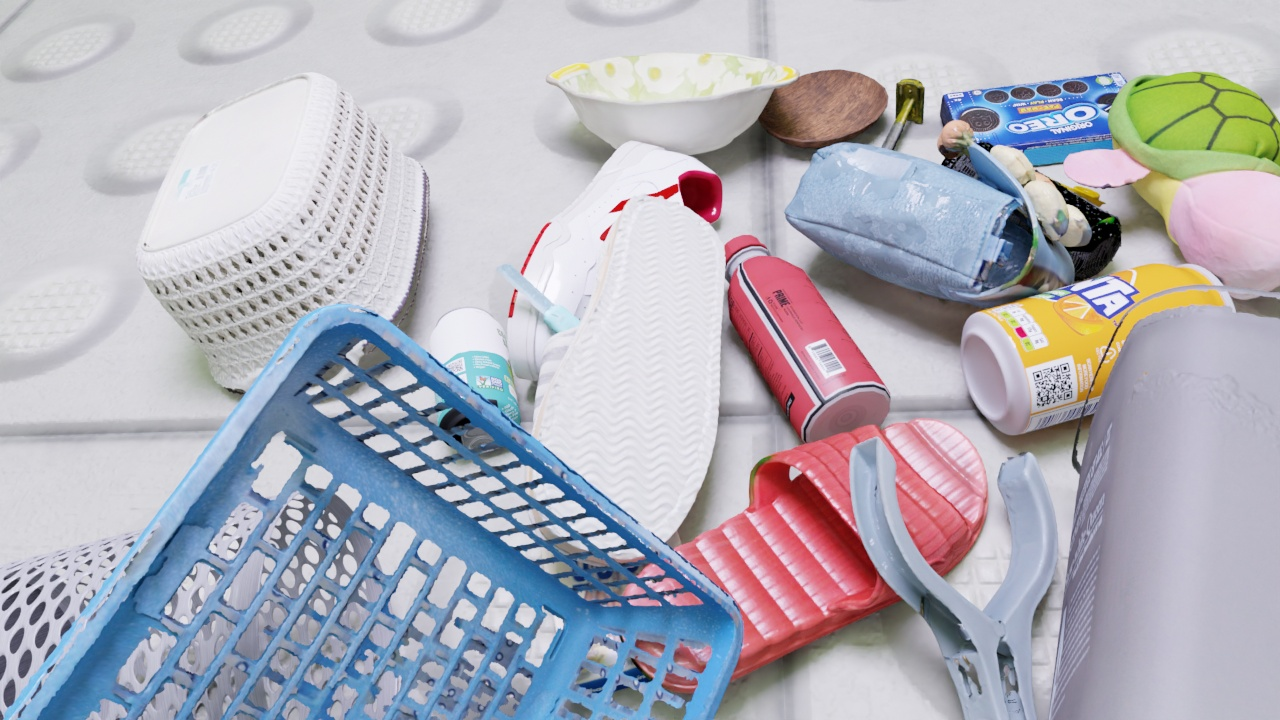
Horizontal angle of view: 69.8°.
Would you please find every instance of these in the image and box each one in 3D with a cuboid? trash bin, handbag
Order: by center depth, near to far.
[{"bbox_3d":[0.273,0.123,0.384,0.198,0.197,0.219,15,60,23],"label":"trash bin"},{"bbox_3d":[-0.240,0.159,0.465,0.183,0.157,0.156,-12,47,3],"label":"trash bin"},{"bbox_3d":[0.205,-0.104,0.629,0.192,0.121,0.119,32,105,38],"label":"handbag"}]

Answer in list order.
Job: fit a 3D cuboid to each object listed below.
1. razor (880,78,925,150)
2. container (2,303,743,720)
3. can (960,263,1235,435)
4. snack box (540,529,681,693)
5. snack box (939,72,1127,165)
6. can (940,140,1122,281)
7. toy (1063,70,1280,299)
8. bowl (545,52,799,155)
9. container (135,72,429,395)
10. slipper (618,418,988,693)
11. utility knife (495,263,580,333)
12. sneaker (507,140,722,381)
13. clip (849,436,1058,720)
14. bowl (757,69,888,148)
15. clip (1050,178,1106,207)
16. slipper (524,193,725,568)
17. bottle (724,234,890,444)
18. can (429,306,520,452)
[{"bbox_3d":[0.211,-0.186,0.772,0.026,0.042,0.105,19,64,23],"label":"razor"},{"bbox_3d":[-0.129,0.194,0.339,0.089,0.257,0.361,-4,50,51],"label":"container"},{"bbox_3d":[0.278,-0.009,0.565,0.142,0.079,0.079,-16,48,-4],"label":"can"},{"bbox_3d":[-0.016,0.117,0.543,0.082,0.026,0.149,-13,48,-5],"label":"snack box"},{"bbox_3d":[0.333,-0.197,0.758,0.150,0.027,0.082,-7,48,5],"label":"snack box"},{"bbox_3d":[0.283,-0.112,0.673,0.054,0.054,0.137,-29,50,-15],"label":"can"},{"bbox_3d":[0.401,-0.139,0.647,0.190,0.088,0.237,16,49,-3],"label":"toy"},{"bbox_3d":[0.026,-0.220,0.795,0.219,0.060,0.187,7,30,17],"label":"bowl"},{"bbox_3d":[-0.273,-0.105,0.713,0.185,0.143,0.251,-18,46,13],"label":"container"},{"bbox_3d":[0.101,0.093,0.506,0.248,0.059,0.103,-25,51,-23],"label":"slipper"},{"bbox_3d":[-0.039,-0.013,0.609,0.022,0.147,0.015,-53,15,-21],"label":"utility knife"},{"bbox_3d":[-0.003,-0.071,0.674,0.104,0.090,0.235,15,48,21],"label":"sneaker"},{"bbox_3d":[0.192,0.106,0.486,0.164,0.031,0.172,-17,80,-33],"label":"clip"},{"bbox_3d":[0.160,-0.215,0.808,0.114,0.026,0.102,-28,49,-13],"label":"bowl"},{"bbox_3d":[0.328,-0.119,0.695,0.054,0.046,0.048,37,96,35],"label":"clip"},{"bbox_3d":[-0.003,0.003,0.575,0.114,0.054,0.271,21,54,-7],"label":"slipper"},{"bbox_3d":[0.100,-0.022,0.622,0.062,0.062,0.176,-19,48,-7],"label":"bottle"},{"bbox_3d":[-0.116,0.012,0.637,0.055,0.055,0.101,-15,47,-3],"label":"can"}]
